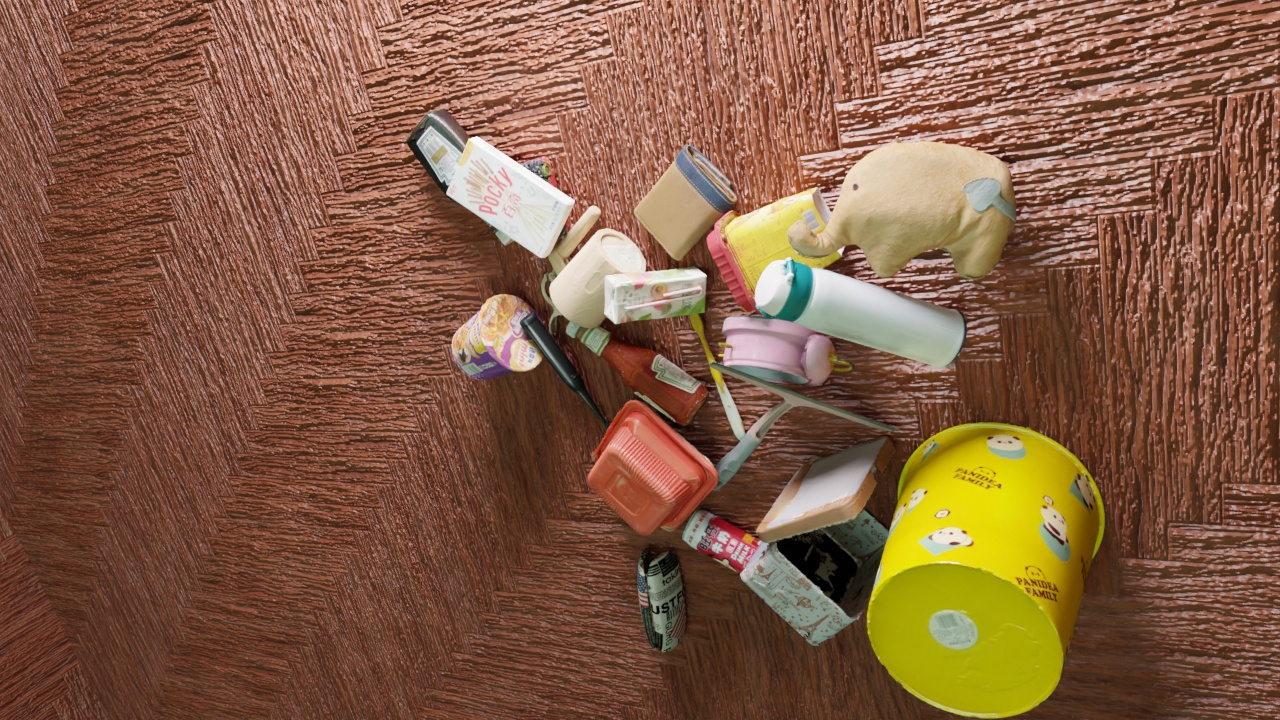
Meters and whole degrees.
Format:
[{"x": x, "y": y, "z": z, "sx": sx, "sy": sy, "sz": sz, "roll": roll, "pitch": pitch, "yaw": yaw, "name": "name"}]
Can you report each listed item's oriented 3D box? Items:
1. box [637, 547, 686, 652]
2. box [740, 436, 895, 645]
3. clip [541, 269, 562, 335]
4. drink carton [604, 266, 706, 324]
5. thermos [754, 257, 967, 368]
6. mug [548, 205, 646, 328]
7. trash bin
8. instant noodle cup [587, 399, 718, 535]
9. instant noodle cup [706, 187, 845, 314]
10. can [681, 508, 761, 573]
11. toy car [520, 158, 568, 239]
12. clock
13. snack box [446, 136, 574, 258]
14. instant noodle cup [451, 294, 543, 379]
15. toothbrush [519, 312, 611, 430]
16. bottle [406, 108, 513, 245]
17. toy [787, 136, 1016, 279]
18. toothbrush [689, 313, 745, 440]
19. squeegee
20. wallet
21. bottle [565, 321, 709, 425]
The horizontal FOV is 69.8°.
[{"x": 0.017, "y": 0.354, "z": 1.358, "sx": 0.081, "sy": 0.074, "sz": 0.164, "roll": 11, "pitch": 120, "yaw": 35, "name": "box"}, {"x": 0.239, "y": 0.194, "z": 1.090, "sx": 0.156, "sy": 0.182, "sz": 0.193, "roll": 43, "pitch": 129, "yaw": 4, "name": "box"}, {"x": -0.105, "y": -0.079, "z": 1.242, "sx": 0.062, "sy": 0.034, "sz": 0.097, "roll": 1, "pitch": 118, "yaw": 28, "name": "clip"}, {"x": 0.020, "y": -0.080, "z": 1.118, "sx": 0.045, "sy": 0.122, "sz": 0.054, "roll": -132, "pitch": 39, "yaw": -57, "name": "drink carton"}, {"x": 0.232, "y": -0.050, "z": 0.980, "sx": 0.224, "sy": 0.073, "sz": 0.073, "roll": 15, "pitch": 125, "yaw": -14, "name": "thermos"}, {"x": -0.062, "y": -0.121, "z": 1.177, "sx": 0.104, "sy": 0.084, "sz": 0.124, "roll": -45, "pitch": 61, "yaw": 35, "name": "mug"}, {"x": 0.364, "y": 0.224, "z": 0.984, "sx": 0.230, "sy": 0.254, "sz": 0.230, "roll": 13, "pitch": 119, "yaw": 24, "name": "trash bin"}, {"x": 0.003, "y": 0.160, "z": 1.250, "sx": 0.164, "sy": 0.078, "sz": 0.189, "roll": 41, "pitch": 141, "yaw": 9, "name": "instant noodle cup"}, {"x": 0.156, "y": -0.129, "z": 1.030, "sx": 0.124, "sy": 0.116, "sz": 0.116, "roll": -25, "pitch": 100, "yaw": 23, "name": "instant noodle cup"}, {"x": 0.126, "y": 0.256, "z": 1.256, "sx": 0.133, "sy": 0.053, "sz": 0.053, "roll": 27, "pitch": 123, "yaw": 16, "name": "can"}, {"x": -0.125, "y": -0.208, "z": 1.190, "sx": 0.049, "sy": 0.031, "sz": 0.106, "roll": -13, "pitch": 104, "yaw": 28, "name": "toy car"}, {"x": 0.169, "y": -0.007, "z": 1.069, "sx": 0.158, "sy": 0.117, "sz": 0.059, "roll": 8, "pitch": 81, "yaw": 7, "name": "clock"}, {"x": -0.167, "y": -0.208, "z": 1.175, "sx": 0.157, "sy": 0.026, "sz": 0.085, "roll": 34, "pitch": 120, "yaw": 6, "name": "snack box"}, {"x": -0.203, "y": -0.025, "z": 1.283, "sx": 0.099, "sy": 0.111, "sz": 0.111, "roll": -22, "pitch": 101, "yaw": 45, "name": "instant noodle cup"}, {"x": -0.095, "y": 0.024, "z": 1.276, "sx": 0.027, "sy": 0.026, "sz": 0.212, "roll": -23, "pitch": 108, "yaw": 43, "name": "toothbrush"}, {"x": -0.229, "y": -0.240, "z": 1.228, "sx": 0.080, "sy": 0.043, "sz": 0.195, "roll": -37, "pitch": 92, "yaw": 36, "name": "bottle"}, {"x": 0.266, "y": -0.155, "z": 0.942, "sx": 0.226, "sy": 0.082, "sz": 0.143, "roll": 1, "pitch": 92, "yaw": 11, "name": "toy"}, {"x": 0.102, "y": 0.020, "z": 1.184, "sx": 0.016, "sy": 0.018, "sz": 0.191, "roll": -13, "pitch": 108, "yaw": 30, "name": "toothbrush"}, {"x": 0.149, "y": 0.096, "z": 1.165, "sx": 0.247, "sy": 0.040, "sz": 0.250, "roll": 20, "pitch": 139, "yaw": -14, "name": "squeegee"}, {"x": 0.053, "y": -0.188, "z": 1.102, "sx": 0.090, "sy": 0.033, "sz": 0.116, "roll": 48, "pitch": 127, "yaw": 5, "name": "wallet"}, {"x": -0.007, "y": 0.007, "z": 1.205, "sx": 0.206, "sy": 0.059, "sz": 0.060, "roll": 35, "pitch": 125, "yaw": 7, "name": "bottle"}]
